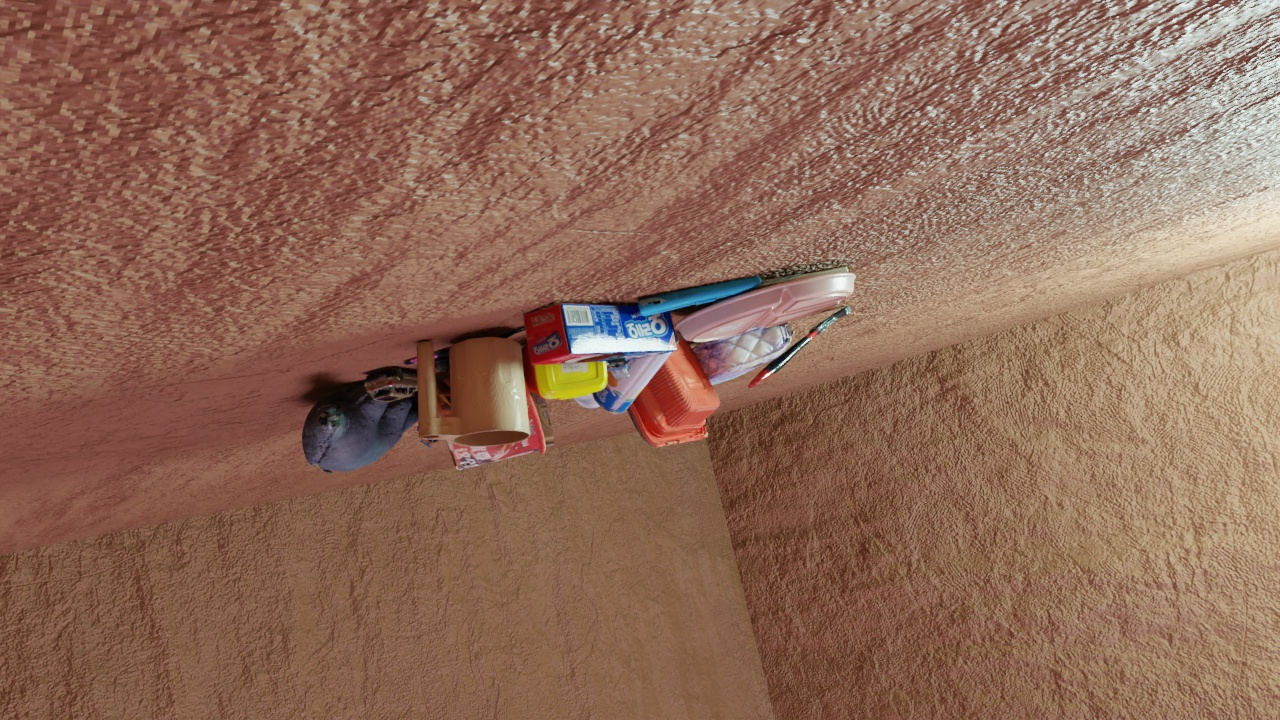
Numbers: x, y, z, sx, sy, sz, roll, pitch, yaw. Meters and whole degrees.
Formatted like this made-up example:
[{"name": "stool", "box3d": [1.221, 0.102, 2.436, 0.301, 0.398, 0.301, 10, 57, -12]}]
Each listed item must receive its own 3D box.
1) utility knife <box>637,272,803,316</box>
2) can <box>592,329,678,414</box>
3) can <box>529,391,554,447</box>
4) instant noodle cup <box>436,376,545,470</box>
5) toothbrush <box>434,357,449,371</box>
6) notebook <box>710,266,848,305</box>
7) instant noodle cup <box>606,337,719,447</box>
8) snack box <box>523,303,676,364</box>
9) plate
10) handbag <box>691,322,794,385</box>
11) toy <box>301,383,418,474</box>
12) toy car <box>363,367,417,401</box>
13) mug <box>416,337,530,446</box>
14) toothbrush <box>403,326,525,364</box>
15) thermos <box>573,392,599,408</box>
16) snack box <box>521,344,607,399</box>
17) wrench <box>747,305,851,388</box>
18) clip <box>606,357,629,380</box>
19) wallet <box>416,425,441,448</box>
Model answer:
[{"name": "utility knife", "box3d": [0.091, -0.078, 1.032, 0.198, 0.018, 0.034, -13, 172, -12]}, {"name": "can", "box3d": [-0.007, 0.007, 1.164, 0.053, 0.053, 0.135, -6, 144, -45]}, {"name": "can", "box3d": [-0.162, 0.071, 1.313, 0.058, 0.116, 0.058, -13, 173, -2]}, {"name": "instant noodle cup", "box3d": [-0.187, 0.067, 1.110, 0.108, 0.138, 0.138, -20, 174, -13]}, {"name": "toothbrush", "box3d": [-0.211, 0.007, 1.145, 0.014, 0.016, 0.189, -16, 174, 14]}, {"name": "notebook", "box3d": [0.151, -0.078, 1.179, 0.147, 0.008, 0.208, -11, 173, -21]}, {"name": "instant noodle cup", "box3d": [0.040, 0.035, 1.295, 0.079, 0.164, 0.188, -35, 165, 23]}, {"name": "snack box", "box3d": [-0.038, -0.030, 1.014, 0.058, 0.057, 0.207, -15, 174, 34]}, {"name": "plate", "box3d": [0.156, -0.062, 1.138, 0.229, 0.028, 0.229, -14, 175, -1]}, {"name": "handbag", "box3d": [0.137, -0.013, 1.397, 0.134, 0.075, 0.194, -17, 175, -16]}, {"name": "toy", "box3d": [-0.358, 0.084, 1.167, 0.138, 0.091, 0.356, -32, 177, 3]}, {"name": "toy car", "box3d": [-0.293, 0.030, 1.097, 0.042, 0.035, 0.090, -14, 175, 11]}, {"name": "mug", "box3d": [-0.181, 0.034, 0.983, 0.124, 0.103, 0.084, 6, 161, -37]}, {"name": "toothbrush", "box3d": [-0.181, -0.015, 1.022, 0.189, 0.017, 0.014, -14, 163, 15]}, {"name": "thermos", "box3d": [-0.083, 0.029, 1.346, 0.073, 0.073, 0.224, -13, 172, 0]}, {"name": "snack box", "box3d": [-0.096, 0.004, 1.106, 0.091, 0.082, 0.080, -8, -175, -29]}, {"name": "wrench", "box3d": [0.240, -0.021, 1.388, 0.272, 0.016, 0.056, -34, 179, -41]}, {"name": "clip", "box3d": [-0.025, 0.009, 1.034, 0.025, 0.031, 0.057, -11, 171, 1]}, {"name": "wallet", "box3d": [-0.258, 0.065, 1.234, 0.106, 0.040, 0.133, -54, -174, -19]}]
